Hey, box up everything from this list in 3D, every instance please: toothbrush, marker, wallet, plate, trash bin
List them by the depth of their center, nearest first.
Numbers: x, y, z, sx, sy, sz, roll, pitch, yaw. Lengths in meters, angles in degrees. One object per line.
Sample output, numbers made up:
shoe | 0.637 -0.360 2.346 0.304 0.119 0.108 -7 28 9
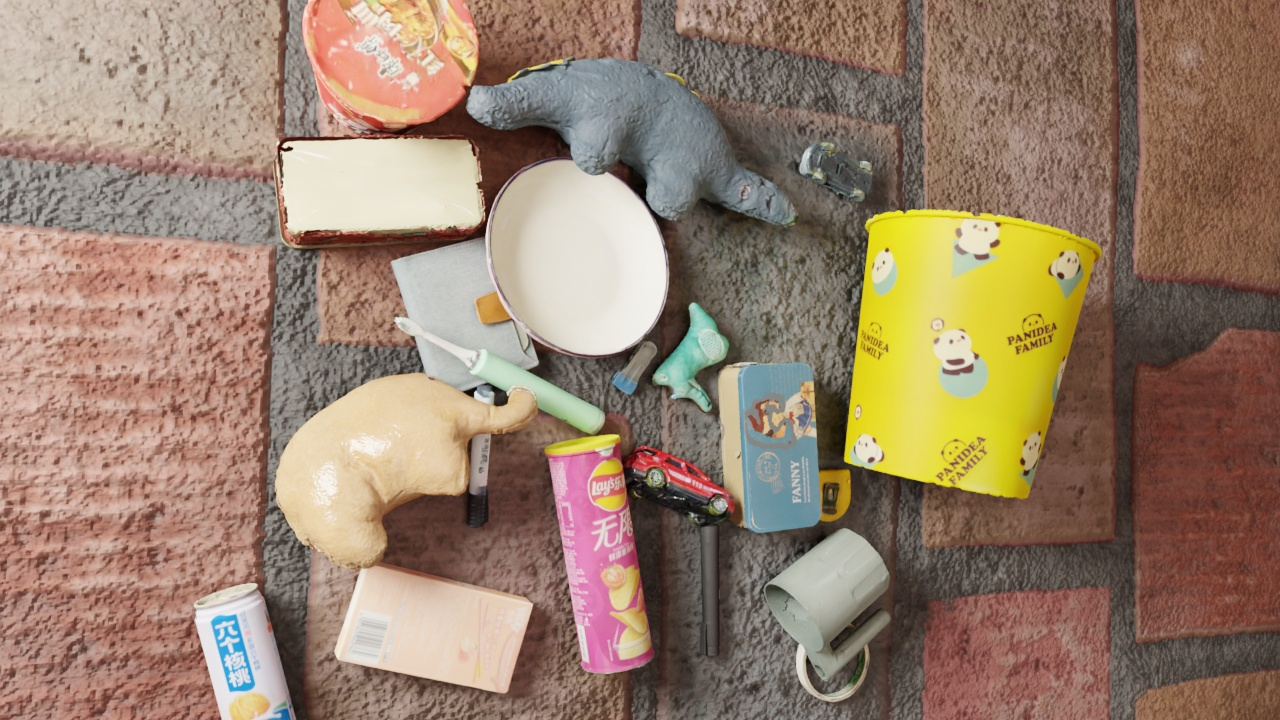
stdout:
toothbrush | -0.122 0.014 0.825 0.224 0.027 0.026 30 84 -33
marker | -0.145 0.087 0.834 0.022 0.018 0.131 -2 100 -50
wallet | -0.155 -0.041 0.834 0.106 0.037 0.130 -19 97 -22
plate | -0.061 -0.093 0.860 0.192 0.039 0.192 8 75 -32
marker | 0.070 0.231 0.928 0.022 0.020 0.132 1 88 -31
trash bin | 0.324 -0.002 0.942 0.229 0.230 0.255 12 88 -22

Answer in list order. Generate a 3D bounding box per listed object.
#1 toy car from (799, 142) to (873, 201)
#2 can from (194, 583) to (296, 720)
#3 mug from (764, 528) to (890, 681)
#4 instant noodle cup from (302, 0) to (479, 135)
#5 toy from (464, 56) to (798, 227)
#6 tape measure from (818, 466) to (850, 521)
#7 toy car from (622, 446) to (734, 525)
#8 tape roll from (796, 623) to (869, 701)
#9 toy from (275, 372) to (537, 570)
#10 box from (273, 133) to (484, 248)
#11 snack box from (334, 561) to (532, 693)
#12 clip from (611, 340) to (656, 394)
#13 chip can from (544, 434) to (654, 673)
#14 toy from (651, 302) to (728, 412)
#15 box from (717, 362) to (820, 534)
toy car | 0.214 -0.203 0.997 0.090 0.034 0.043 17 79 -23
can | -0.320 0.254 0.746 0.053 0.053 0.134 -15 93 -23
mug | 0.201 0.251 0.950 0.103 0.084 0.124 -34 106 -22
instant noodle cup | -0.216 -0.253 0.779 0.137 0.109 0.138 1 87 -23
toy | 0.004 -0.215 0.868 0.356 0.092 0.137 17 53 -29
tape measure | 0.198 0.143 0.980 0.060 0.029 0.057 0 89 -22
toy car | 0.037 0.123 0.900 0.120 0.053 0.045 28 59 -15
tape roll | 0.206 0.321 0.984 0.085 0.014 0.086 1 88 -23
toy | -0.198 0.069 0.774 0.225 0.083 0.143 -38 73 -15
box | -0.223 -0.145 0.790 0.168 0.077 0.091 -6 90 -22
snack box | -0.182 0.238 0.818 0.157 0.026 0.084 20 80 -21
clip | -0.006 0.005 0.908 0.024 0.029 0.057 34 86 -16
chip can | -0.037 0.178 0.858 0.071 0.071 0.210 -10 92 -23
toy | 0.054 0.004 0.926 0.091 0.030 0.096 -45 112 -13
box | 0.131 0.092 0.938 0.089 0.060 0.184 -5 88 -22
